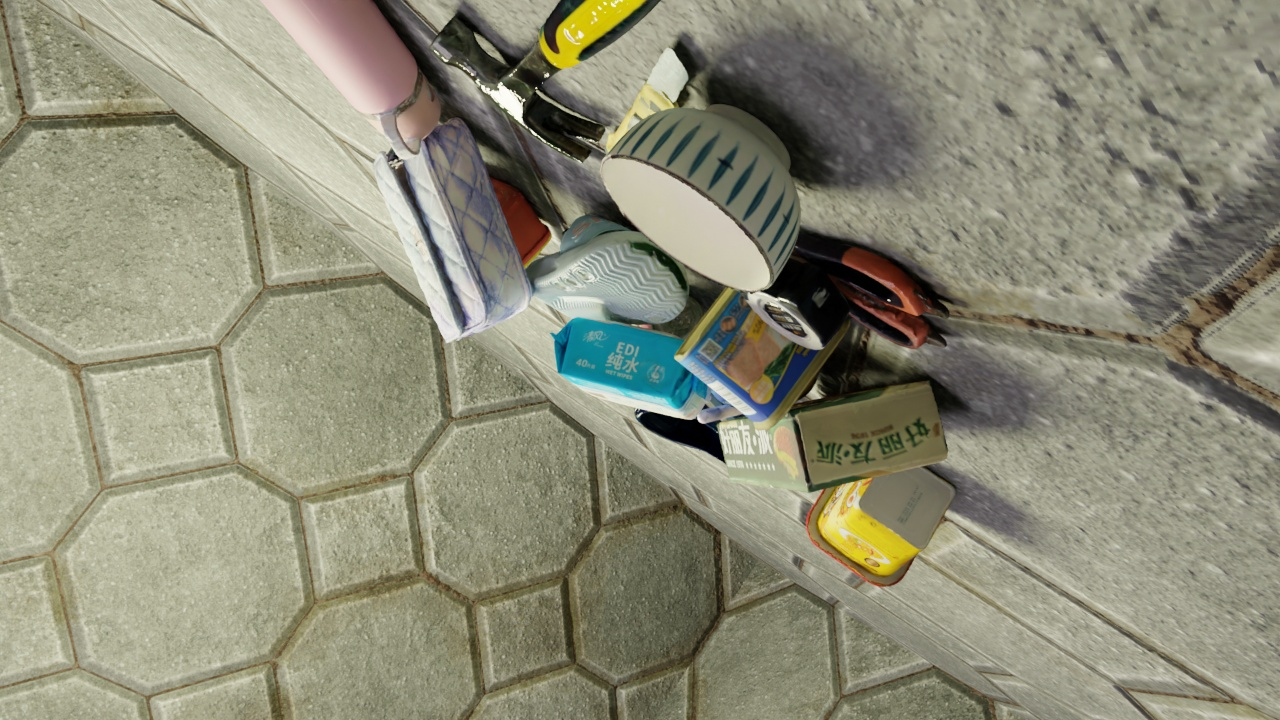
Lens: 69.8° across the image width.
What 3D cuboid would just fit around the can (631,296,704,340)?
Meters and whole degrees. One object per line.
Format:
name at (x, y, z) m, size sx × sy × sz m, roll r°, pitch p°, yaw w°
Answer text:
can at (0.016, -0.036, 0.930) m, size 0.058 × 0.058 × 0.147 m, roll 38°, pitch 170°, yaw -13°

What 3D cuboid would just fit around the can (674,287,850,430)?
can at (0.087, -0.014, 0.666) m, size 0.083 × 0.102 × 0.057 m, roll 39°, pitch 171°, yaw -4°

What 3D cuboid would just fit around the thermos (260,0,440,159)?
thermos at (-0.222, -0.237, 0.709) m, size 0.067 × 0.087 × 0.199 m, roll -13°, pitch 154°, yaw 10°

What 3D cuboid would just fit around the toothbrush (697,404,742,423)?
toothbrush at (0.102, 0.051, 0.937) m, size 0.029 × 0.021 × 0.188 m, roll 18°, pitch -170°, yaw 28°

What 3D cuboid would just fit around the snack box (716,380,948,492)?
snack box at (0.149, 0.064, 0.771) m, size 0.240 × 0.114 × 0.063 m, roll 148°, pitch 110°, yaw -80°

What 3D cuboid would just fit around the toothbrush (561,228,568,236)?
toothbrush at (-0.028, -0.057, 0.901) m, size 0.185 × 0.012 × 0.017 m, roll 58°, pitch 159°, yaw 16°

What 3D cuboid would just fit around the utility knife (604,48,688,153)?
utility knife at (0.003, -0.151, 0.565) m, size 0.031 × 0.021 × 0.198 m, roll 38°, pitch 166°, yaw -7°

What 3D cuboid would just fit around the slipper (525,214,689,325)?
slipper at (-0.032, -0.081, 0.817) m, size 0.104 × 0.074 × 0.246 m, roll 30°, pitch 166°, yaw -24°

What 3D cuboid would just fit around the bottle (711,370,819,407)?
bottle at (0.101, 0.012, 0.850) m, size 0.065 × 0.065 × 0.219 m, roll 36°, pitch 171°, yaw -4°

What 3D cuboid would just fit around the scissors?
scissors at (0.098, -0.076, 0.584) m, size 0.205 × 0.015 × 0.197 m, roll 40°, pitch 170°, yaw -28°

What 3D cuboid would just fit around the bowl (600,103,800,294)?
bowl at (0.042, -0.098, 0.513) m, size 0.116 × 0.066 × 0.116 m, roll 34°, pitch 169°, yaw 7°

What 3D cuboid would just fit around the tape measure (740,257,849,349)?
tape measure at (0.102, -0.038, 0.603) m, size 0.066 × 0.033 × 0.066 m, roll 29°, pitch 168°, yaw 50°

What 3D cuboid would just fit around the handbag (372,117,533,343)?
handbag at (-0.181, -0.120, 0.864) m, size 0.134 × 0.075 × 0.194 m, roll -17°, pitch 95°, yaw 60°

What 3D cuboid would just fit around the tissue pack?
tissue pack at (-0.005, 0.005, 0.824) m, size 0.140 × 0.063 × 0.090 m, roll 13°, pitch 169°, yaw 20°

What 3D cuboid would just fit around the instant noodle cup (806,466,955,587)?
instant noodle cup at (0.246, 0.152, 0.924) m, size 0.116 × 0.116 × 0.124 m, roll 34°, pitch 159°, yaw 7°

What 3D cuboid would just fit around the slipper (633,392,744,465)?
slipper at (0.043, 0.053, 1.052) m, size 0.253 × 0.095 × 0.105 m, roll 43°, pitch 163°, yaw 31°

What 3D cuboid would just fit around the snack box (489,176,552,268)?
snack box at (-0.152, -0.140, 0.948) m, size 0.091 × 0.081 × 0.080 m, roll 28°, pitch 158°, yaw 34°

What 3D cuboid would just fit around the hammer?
hammer at (-0.037, -0.178, 0.508) m, size 0.126 × 0.032 × 0.324 m, roll 39°, pitch 170°, yaw -19°
